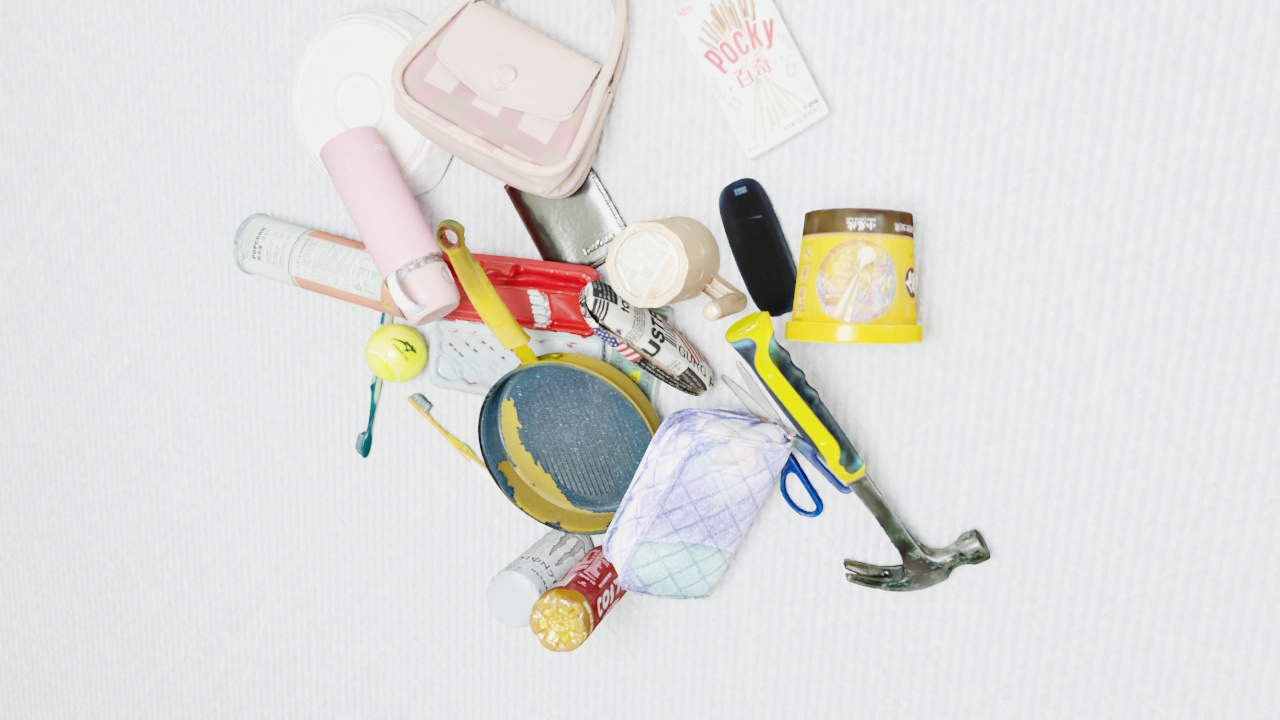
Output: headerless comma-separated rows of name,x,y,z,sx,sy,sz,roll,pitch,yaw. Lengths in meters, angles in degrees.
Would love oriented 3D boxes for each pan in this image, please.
pan,-0.103,0.021,0.899,0.198,0.078,0.357,-13,108,25

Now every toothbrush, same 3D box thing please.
toothbrush,-0.189,0.101,1.020,0.191,0.016,0.018,42,101,9
toothbrush,-0.303,0.022,1.045,0.018,0.016,0.192,21,106,26

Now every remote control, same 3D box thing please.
remote control,-0.006,0.005,0.935,0.056,0.019,0.135,15,104,16
remote control,0.112,-0.107,0.872,0.053,0.024,0.136,-20,92,20

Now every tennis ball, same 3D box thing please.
tennis ball,-0.265,-0.008,0.999,0.065,0.065,0.065,3,101,19

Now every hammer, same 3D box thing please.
hammer,0.179,0.090,0.826,0.126,0.031,0.323,-32,109,22

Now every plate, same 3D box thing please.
plate,-0.286,-0.269,0.971,0.205,0.045,0.205,3,101,18

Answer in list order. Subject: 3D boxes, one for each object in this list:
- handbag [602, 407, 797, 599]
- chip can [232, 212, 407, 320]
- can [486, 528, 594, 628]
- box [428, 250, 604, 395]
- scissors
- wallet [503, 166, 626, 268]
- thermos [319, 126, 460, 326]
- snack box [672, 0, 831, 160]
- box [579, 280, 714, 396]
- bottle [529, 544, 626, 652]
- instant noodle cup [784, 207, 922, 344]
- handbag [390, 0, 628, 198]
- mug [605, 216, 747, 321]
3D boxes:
handbag,0.053,0.136,0.880,0.194,0.134,0.075,-63,34,22
chip can,-0.335,-0.103,1.003,0.215,0.071,0.071,16,104,16
can,-0.099,0.216,0.937,0.058,0.146,0.058,4,101,19
box,-0.133,-0.034,0.958,0.201,0.058,0.161,8,113,19
scissors,0.134,0.082,0.905,0.173,0.012,0.133,24,107,16
wallet,-0.073,-0.148,0.933,0.096,0.020,0.122,-28,92,21
thermos,-0.251,-0.131,0.907,0.067,0.087,0.198,-28,85,19
snack box,0.102,-0.274,0.845,0.085,0.026,0.157,-27,91,22
box,0.011,-0.022,0.867,0.164,0.068,0.052,32,105,-30
bottle,-0.048,0.224,0.906,0.057,0.174,0.057,4,101,19
instant noodle cup,0.189,-0.072,0.807,0.119,0.118,0.114,2,92,19
handbag,-0.105,-0.289,0.875,0.193,0.093,0.234,29,89,3
mug,0.037,-0.080,0.860,0.124,0.103,0.084,38,109,10
